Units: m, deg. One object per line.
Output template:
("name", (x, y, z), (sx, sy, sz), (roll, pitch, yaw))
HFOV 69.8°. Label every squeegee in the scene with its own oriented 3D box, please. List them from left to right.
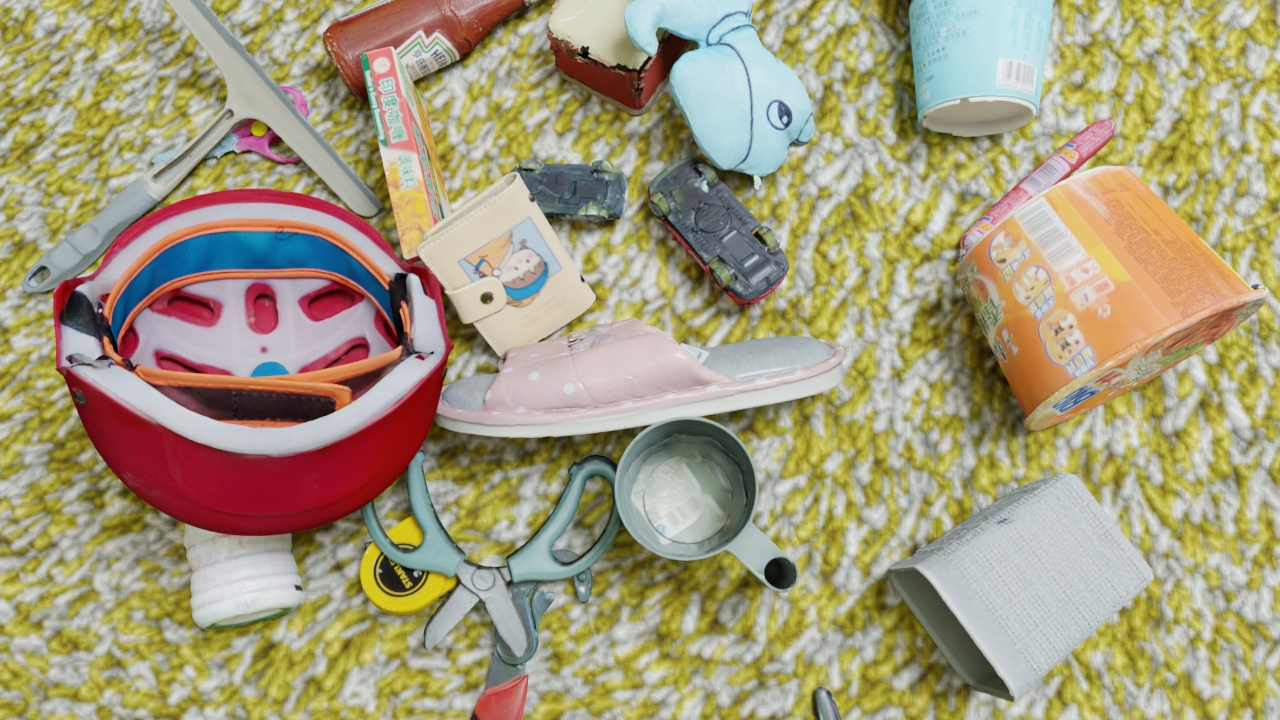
("squeegee", (-0.362, -0.132, 0.684), (0.247, 0.039, 0.246), (-40, 101, 5))

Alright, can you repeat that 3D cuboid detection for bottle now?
("bottle", (-0.278, 0.077, 0.623), (0.068, 0.068, 0.196), (-16, 73, 1))
("bottle", (-0.134, -0.263, 0.690), (0.206, 0.060, 0.059), (-26, 77, -2))

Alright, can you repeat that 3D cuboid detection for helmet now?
("helmet", (-0.227, 0.009, 0.558), (0.206, 0.144, 0.240), (-6, 39, -23))

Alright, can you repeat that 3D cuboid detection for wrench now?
("wrench", (-0.094, 0.254, 0.595), (0.056, 0.016, 0.273), (17, 79, 8))

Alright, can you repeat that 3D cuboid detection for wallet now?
("wallet", (-0.091, -0.059, 0.620), (0.087, 0.115, 0.024), (-36, 42, -5))

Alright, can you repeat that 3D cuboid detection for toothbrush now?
("toothbrush", (0.137, 0.295, 0.569), (0.016, 0.018, 0.181), (-15, 76, 4))

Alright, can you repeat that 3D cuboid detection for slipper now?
("slipper", (-0.004, 0.004, 0.598), (0.274, 0.114, 0.054), (-6, 104, 1))

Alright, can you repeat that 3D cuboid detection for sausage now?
("sausage", (0.278, -0.122, 0.647), (0.156, 0.020, 0.020), (-40, 78, -5))

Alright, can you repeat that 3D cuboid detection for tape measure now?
("tape measure", (-0.158, 0.141, 0.614), (0.057, 0.029, 0.060), (-32, 75, -23))

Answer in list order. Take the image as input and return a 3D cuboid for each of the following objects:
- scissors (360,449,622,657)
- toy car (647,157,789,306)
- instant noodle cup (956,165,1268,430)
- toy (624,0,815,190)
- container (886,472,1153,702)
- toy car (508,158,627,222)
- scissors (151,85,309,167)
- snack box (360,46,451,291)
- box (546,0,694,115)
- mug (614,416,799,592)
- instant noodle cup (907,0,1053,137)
("scissors", (-0.097, 0.101, 0.612), (0.169, 0.019, 0.173), (-35, 75, -17))
("toy car", (0.053, -0.089, 0.644), (0.053, 0.045, 0.120), (-35, 72, -6))
("instant noodle cup", (0.279, -0.041, 0.570), (0.151, 0.151, 0.111), (-26, 69, -2))
("toy", (0.059, -0.196, 0.633), (0.161, 0.050, 0.156), (-1, 91, -31))
("container", (0.231, 0.133, 0.562), (0.114, 0.090, 0.090), (-33, 78, -7))
("toy car", (-0.054, -0.121, 0.664), (0.090, 0.034, 0.043), (3, 80, 7))
("scissors", (-0.314, -0.164, 0.704), (0.135, 0.017, 0.063), (-19, 89, 4))
("snack box", (-0.161, -0.134, 0.653), (0.027, 0.077, 0.155), (-15, 77, 0))
("box", (0.006, -0.278, 0.671), (0.091, 0.079, 0.168), (30, 81, 9))
("mug", (0.044, 0.097, 0.574), (0.124, 0.103, 0.083), (43, 83, 10))
("instant noodle cup", (0.234, -0.224, 0.636), (0.111, 0.111, 0.120), (3, 87, 5))
